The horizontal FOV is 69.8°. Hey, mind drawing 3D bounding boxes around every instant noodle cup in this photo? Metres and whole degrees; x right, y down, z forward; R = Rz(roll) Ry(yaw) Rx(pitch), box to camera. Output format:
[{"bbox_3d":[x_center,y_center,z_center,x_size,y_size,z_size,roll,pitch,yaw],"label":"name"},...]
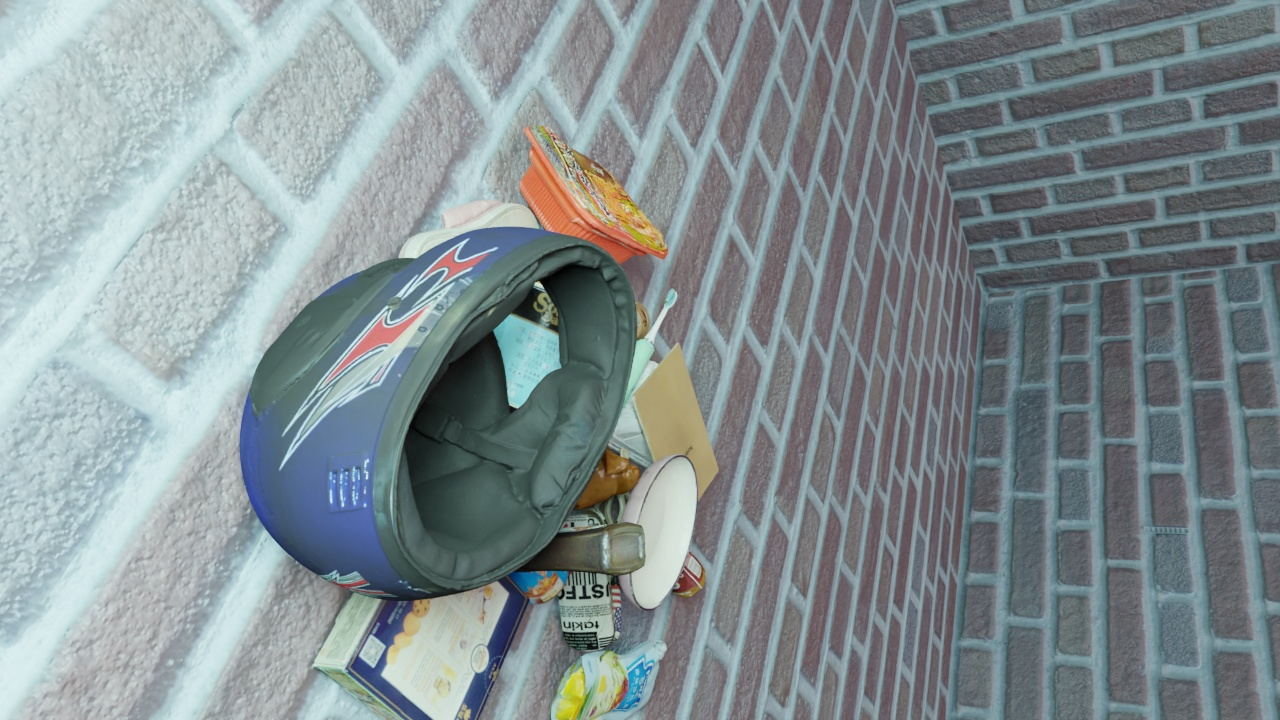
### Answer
[{"bbox_3d":[0.015,0.066,1.240,0.173,0.060,0.137,37,55,-53],"label":"instant noodle cup"},{"bbox_3d":[-0.063,-0.179,1.077,0.188,0.079,0.164,15,37,-57],"label":"instant noodle cup"},{"bbox_3d":[-0.112,-0.010,0.922,0.111,0.111,0.120,31,81,-54],"label":"instant noodle cup"}]

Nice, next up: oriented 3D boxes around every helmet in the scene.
[{"bbox_3d":[-0.172,0.029,0.738,0.314,0.241,0.247,-59,137,-21],"label":"helmet"}]

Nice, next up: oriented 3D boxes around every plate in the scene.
[{"bbox_3d":[0.016,0.206,1.120,0.191,0.039,0.193,-34,129,-57],"label":"plate"}]

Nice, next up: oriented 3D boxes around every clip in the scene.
[{"bbox_3d":[-0.021,0.164,1.158,0.034,0.082,0.104,25,76,-55],"label":"clip"}]

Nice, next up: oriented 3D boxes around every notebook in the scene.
[{"bbox_3d":[0.050,0.101,1.227,0.147,0.008,0.208,-48,127,-50],"label":"notebook"}]

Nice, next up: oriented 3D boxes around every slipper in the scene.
[{"bbox_3d":[-0.175,-0.102,0.944,0.273,0.054,0.114,-43,127,-64],"label":"slipper"}]

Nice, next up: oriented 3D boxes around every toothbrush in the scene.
[{"bbox_3d":[-0.007,0.007,1.167,0.224,0.026,0.027,-61,159,-12],"label":"toothbrush"}]

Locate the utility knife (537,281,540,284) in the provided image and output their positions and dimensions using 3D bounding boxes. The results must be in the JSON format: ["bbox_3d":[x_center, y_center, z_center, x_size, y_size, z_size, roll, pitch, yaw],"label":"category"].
[{"bbox_3d":[-0.105,-0.040,1.060,0.199,0.021,0.030,83,21,-45],"label":"utility knife"}]

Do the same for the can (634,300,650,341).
[{"bbox_3d":[-0.038,-0.045,1.164,0.116,0.059,0.058,-13,98,-59],"label":"can"}]

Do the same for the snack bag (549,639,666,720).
[{"bbox_3d":[-0.032,0.397,1.119,0.190,0.039,0.110,16,88,-56],"label":"snack bag"}]

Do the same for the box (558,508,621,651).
[{"bbox_3d":[-0.056,0.259,1.101,0.087,0.076,0.163,-2,84,-79],"label":"box"}]

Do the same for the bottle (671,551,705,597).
[{"bbox_3d":[0.030,0.256,1.239,0.175,0.058,0.057,55,42,-40],"label":"bottle"}]

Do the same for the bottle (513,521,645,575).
[{"bbox_3d":[-0.093,0.170,0.823,0.079,0.195,0.044,10,75,-58],"label":"bottle"}]

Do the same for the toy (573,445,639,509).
[{"bbox_3d":[-0.068,0.068,1.031,0.130,0.140,0.200,-40,126,-33],"label":"toy"}]

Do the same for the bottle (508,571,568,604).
[{"bbox_3d":[-0.149,0.169,0.944,0.219,0.065,0.065,59,40,-36],"label":"bottle"}]

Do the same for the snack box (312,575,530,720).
[{"bbox_3d":[-0.197,0.254,0.871,0.182,0.046,0.177,59,38,-35],"label":"snack box"}]
